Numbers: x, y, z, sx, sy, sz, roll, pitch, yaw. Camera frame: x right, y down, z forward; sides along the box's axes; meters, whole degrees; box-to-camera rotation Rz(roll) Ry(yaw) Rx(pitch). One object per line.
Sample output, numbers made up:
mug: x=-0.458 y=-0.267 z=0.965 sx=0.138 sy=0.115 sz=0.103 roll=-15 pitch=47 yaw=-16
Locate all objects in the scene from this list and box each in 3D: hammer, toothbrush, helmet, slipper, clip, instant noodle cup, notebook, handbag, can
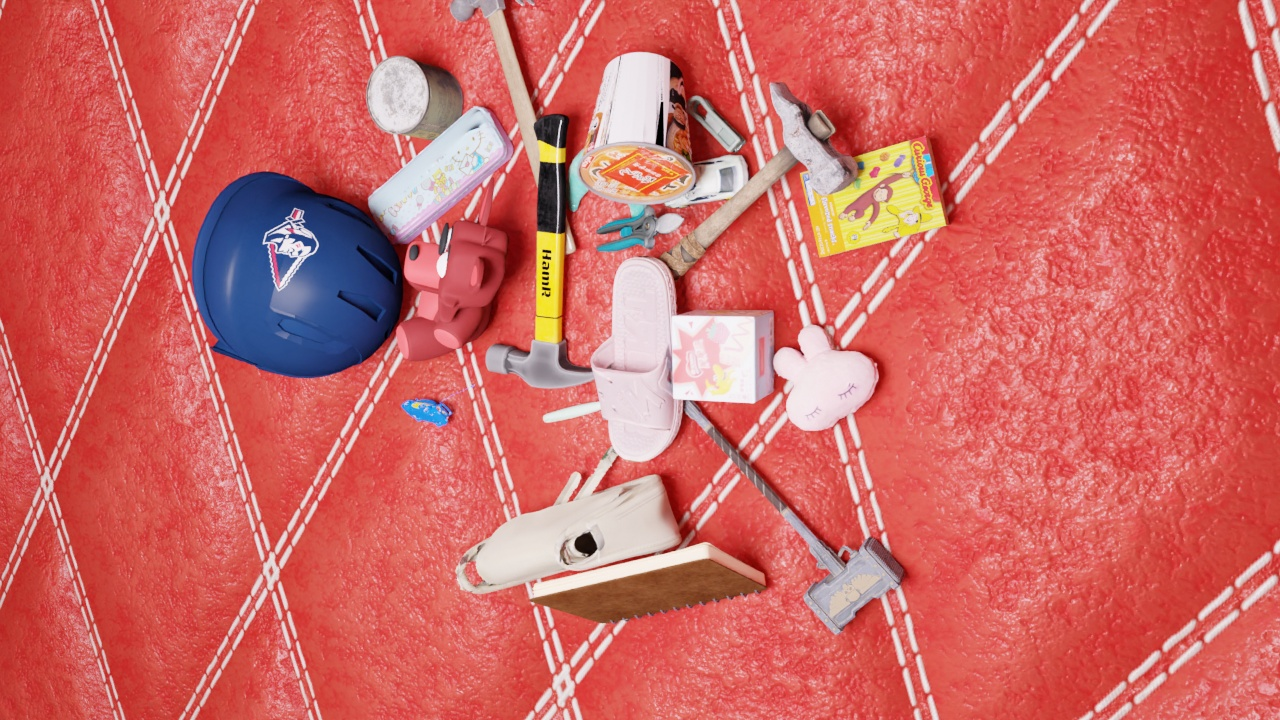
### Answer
hammer: x=-0.101 y=-0.120 z=1.069 sx=0.170 sy=0.034 sz=0.325 roll=10 pitch=110 yaw=21
toothbrush: x=-0.051 y=0.056 z=1.105 sx=0.155 sy=0.015 sz=0.022 roll=-14 pitch=124 yaw=25
helmet: x=-0.407 y=-0.099 z=1.101 sx=0.223 sy=0.272 sz=0.231 roll=3 pitch=67 yaw=32
hammer: x=0.081 y=-0.147 z=0.971 sx=0.320 sy=0.048 sz=0.121 roll=-41 pitch=81 yaw=36
slipper: x=-0.006 y=0.006 z=1.017 sx=0.094 sy=0.064 sz=0.239 roll=12 pitch=109 yaw=31
hammer: x=-0.136 y=-0.283 z=1.067 sx=0.120 sy=0.030 sz=0.331 roll=-10 pitch=97 yaw=46
clip: x=0.081 y=-0.256 z=0.991 sx=0.076 sy=0.044 sz=0.023 roll=47 pitch=111 yaw=10
hammer: x=0.142 y=0.147 z=1.019 sx=0.322 sy=0.044 sz=0.099 roll=47 pitch=113 yaw=11
instant noodle cup: x=-0.001 y=-0.248 z=0.971 sx=0.124 sy=0.123 sz=0.121 roll=-5 pitch=70 yaw=24
notebook: x=0.012 y=0.257 z=1.036 sx=0.226 sy=0.167 sz=0.024 roll=-19 pitch=58 yaw=25
handbag: x=-0.089 y=0.188 z=1.062 sx=0.230 sy=0.183 sz=0.132 roll=-26 pitch=81 yaw=40
can: x=-0.272 y=-0.316 z=1.111 sx=0.090 sy=0.074 sz=0.090 roll=3 pitch=98 yaw=22

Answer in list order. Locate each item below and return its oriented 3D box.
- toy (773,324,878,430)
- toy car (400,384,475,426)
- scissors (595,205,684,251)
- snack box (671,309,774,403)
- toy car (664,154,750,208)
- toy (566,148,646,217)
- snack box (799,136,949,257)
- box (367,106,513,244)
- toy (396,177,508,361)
toy: x=0.191 y=0.017 z=0.976 sx=0.108 sy=0.053 sz=0.105 roll=-45 pitch=65 yaw=24
toy car: x=-0.263 y=0.051 z=1.196 sx=0.092 sy=0.061 sz=0.033 roll=9 pitch=147 yaw=39
scissors: x=-0.004 y=-0.151 z=1.019 sx=0.137 sy=0.019 sz=0.138 roll=-54 pitch=49 yaw=34
snack box: x=0.090 y=-0.006 z=0.997 sx=0.095 sy=0.079 sz=0.093 roll=3 pitch=99 yaw=24
toy car: x=0.068 y=-0.195 z=1.004 sx=0.106 sy=0.033 sz=0.048 roll=-5 pitch=98 yaw=25
toy: x=-0.040 y=-0.206 z=1.051 sx=0.105 sy=0.033 sz=0.085 roll=13 pitch=117 yaw=24
snack box: x=0.237 y=-0.164 z=0.929 sx=0.126 sy=0.040 sz=0.088 roll=-13 pitch=93 yaw=25
box: x=-0.251 y=-0.226 z=1.137 sx=0.215 sy=0.033 sz=0.076 roll=-33 pitch=84 yaw=25
toy: x=-0.216 y=-0.098 z=1.071 sx=0.120 sy=0.158 sz=0.198 roll=17 pitch=145 yaw=-19
